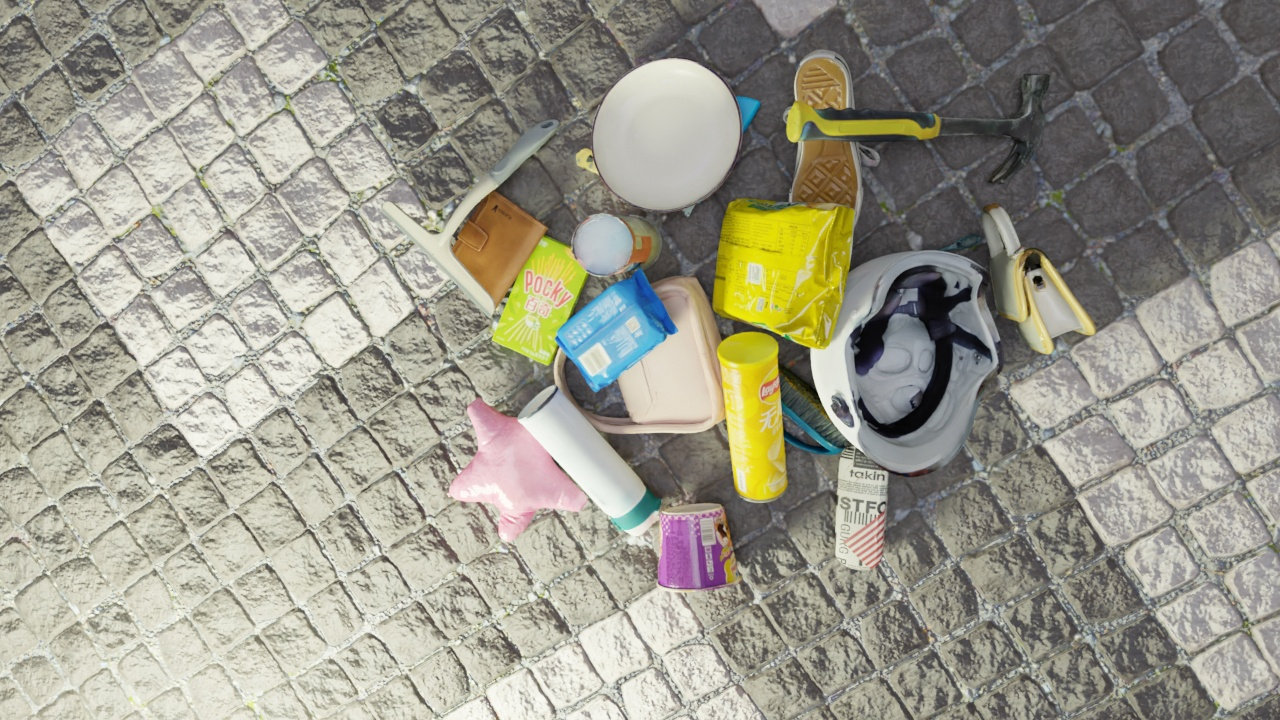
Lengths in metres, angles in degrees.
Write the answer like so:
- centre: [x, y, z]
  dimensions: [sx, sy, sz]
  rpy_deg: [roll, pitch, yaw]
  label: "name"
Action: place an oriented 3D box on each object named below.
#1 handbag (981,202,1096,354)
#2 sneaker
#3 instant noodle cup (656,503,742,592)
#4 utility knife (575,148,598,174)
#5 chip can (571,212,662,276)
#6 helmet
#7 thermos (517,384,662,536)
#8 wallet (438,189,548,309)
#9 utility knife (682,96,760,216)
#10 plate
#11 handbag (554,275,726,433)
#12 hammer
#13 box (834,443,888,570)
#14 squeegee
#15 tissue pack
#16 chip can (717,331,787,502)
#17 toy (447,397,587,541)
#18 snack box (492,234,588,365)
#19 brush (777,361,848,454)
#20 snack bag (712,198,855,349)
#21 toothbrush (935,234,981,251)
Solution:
- centre: [0.430, -0.096, 1.047]
  dimensions: [0.063, 0.163, 0.178]
  rpy_deg: [-31, 90, 13]
  label: "handbag"
- centre: [0.225, -0.253, 1.101]
  dimensions: [0.118, 0.087, 0.241]
  rpy_deg: [3, 120, 21]
  label: "sneaker"
- centre: [0.071, 0.239, 1.187]
  dimensions: [0.112, 0.111, 0.099]
  rpy_deg: [-7, 87, 10]
  label: "instant noodle cup"
- centre: [-0.015, -0.234, 1.181]
  dimensions: [0.152, 0.018, 0.031]
  rpy_deg: [24, 95, 10]
  label: "utility knife"
- centre: [-0.024, -0.139, 1.090]
  dimensions: [0.071, 0.214, 0.071]
  rpy_deg: [1, 98, 9]
  label: "chip can"
- centre: [0.291, -0.006, 1.079]
  dimensions: [0.228, 0.146, 0.259]
  rpy_deg: [-22, 115, -21]
  label: "helmet"
- centre: [-0.063, 0.136, 1.193]
  dimensions: [0.073, 0.073, 0.224]
  rpy_deg: [-38, 104, 12]
  label: "thermos"
- centre: [-0.197, -0.149, 1.203]
  dimensions: [0.119, 0.035, 0.131]
  rpy_deg: [36, 98, 20]
  label: "wallet"
- centre: [0.095, -0.257, 1.155]
  dimensions: [0.034, 0.018, 0.166]
  rpy_deg: [31, 103, 4]
  label: "utility knife"
- centre: [0.034, -0.276, 1.140]
  dimensions: [0.193, 0.039, 0.192]
  rpy_deg: [-1, 88, 16]
  label: "plate"
- centre: [-0.007, 0.007, 1.185]
  dimensions: [0.235, 0.093, 0.193]
  rpy_deg: [-15, 95, 19]
  label: "handbag"
- centre: [0.318, -0.263, 1.042]
  dimensions: [0.323, 0.032, 0.126]
  rpy_deg: [-4, 108, -16]
  label: "hammer"
- centre: [0.281, 0.187, 1.163]
  dimensions: [0.074, 0.064, 0.164]
  rpy_deg: [-2, 97, -6]
  label: "box"
- centre: [-0.193, -0.222, 1.176]
  dimensions: [0.246, 0.039, 0.246]
  rpy_deg: [-48, 66, 1]
  label: "squeegee"
- centre: [-0.029, -0.036, 1.119]
  dimensions: [0.157, 0.052, 0.095]
  rpy_deg: [-37, 85, 31]
  label: "tissue pack"
- centre: [0.140, 0.073, 1.123]
  dimensions: [0.072, 0.071, 0.214]
  rpy_deg: [-4, 122, 10]
  label: "chip can"
- centre: [-0.178, 0.139, 1.224]
  dimensions: [0.178, 0.074, 0.194]
  rpy_deg: [-20, 90, -1]
  label: "toy"
- centre: [-0.128, -0.081, 1.213]
  dimensions: [0.086, 0.026, 0.156]
  rpy_deg: [25, 101, 5]
  label: "snack box"
- centre: [0.200, 0.068, 1.164]
  dimensions: [0.144, 0.055, 0.074]
  rpy_deg: [42, 112, 1]
  label: "brush"
- centre: [0.156, -0.107, 1.063]
  dimensions: [0.068, 0.246, 0.158]
  rpy_deg: [4, 99, -20]
  label: "snack bag"
- centre: [0.326, -0.120, 1.134]
  dimensions: [0.192, 0.018, 0.016]
  rpy_deg: [-19, 94, 11]
  label: "toothbrush"
